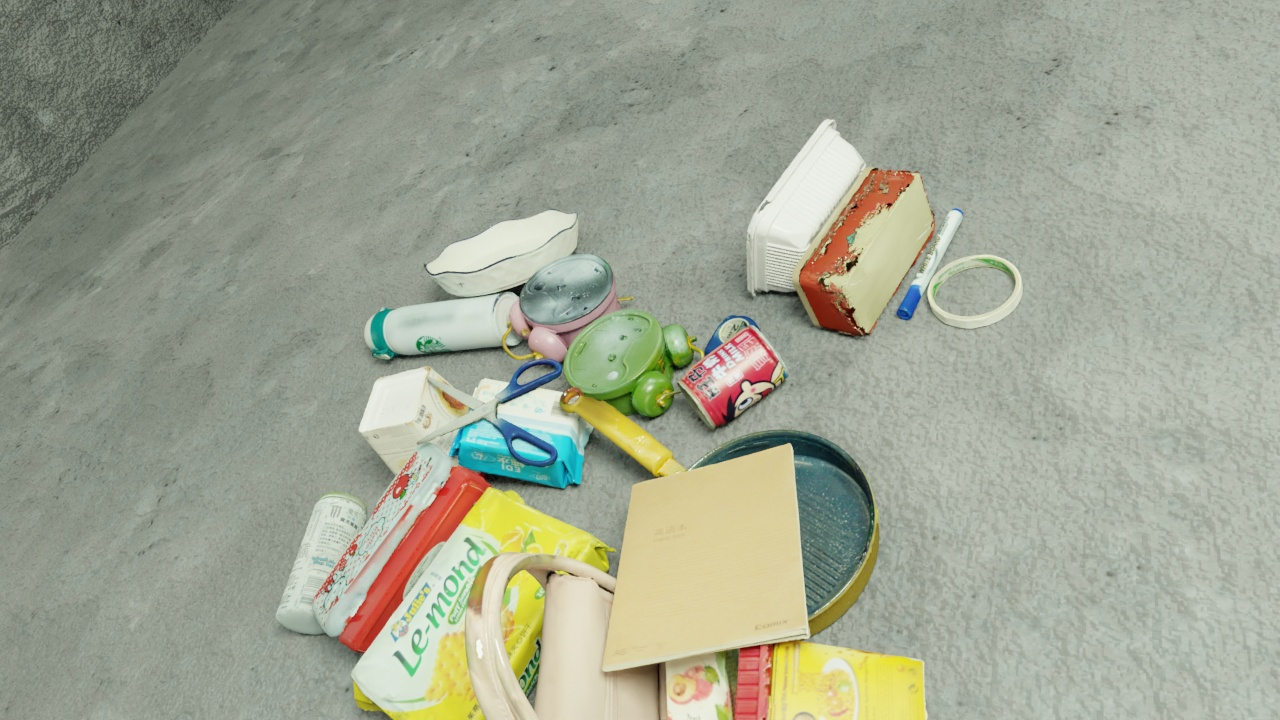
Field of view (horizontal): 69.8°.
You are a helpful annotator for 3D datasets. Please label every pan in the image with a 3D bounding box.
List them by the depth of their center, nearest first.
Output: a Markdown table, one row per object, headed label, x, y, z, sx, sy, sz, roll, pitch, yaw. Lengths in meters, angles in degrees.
| label | x | y | z | sx | sy | sz | roll | pitch | yaw |
| --- | --- | --- | --- | --- | --- | --- | --- | --- | --- |
| pan | 0.049 | 0.113 | 0.835 | 0.197 | 0.078 | 0.358 | -47 | 44 | -16 |

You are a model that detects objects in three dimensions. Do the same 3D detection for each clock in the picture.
| label | x | y | z | sx | sy | sz | roll | pitch | yaw |
| --- | --- | --- | --- | --- | --- | --- | --- | --- | --- |
| clock | -0.006 | 0.006 | 0.986 | 0.161 | 0.056 | 0.115 | 4 | 54 | 34 |
| clock | -0.095 | -0.056 | 1.086 | 0.158 | 0.060 | 0.117 | -34 | 45 | -11 |

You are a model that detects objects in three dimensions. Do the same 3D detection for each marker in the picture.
| label | x | y | z | sx | sy | sz | roll | pitch | yaw |
| --- | --- | --- | --- | --- | --- | --- | --- | --- | --- |
| marker | 0.295 | -0.100 | 0.930 | 0.017 | 0.017 | 0.145 | 13 | 59 | 39 |

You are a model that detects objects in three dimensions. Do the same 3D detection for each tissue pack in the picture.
| label | x | y | z | sx | sy | sz | roll | pitch | yaw |
| --- | --- | --- | --- | --- | --- | --- | --- | --- | --- |
| tissue pack | -0.122 | 0.078 | 0.961 | 0.140 | 0.063 | 0.089 | 10 | 52 | 4 |

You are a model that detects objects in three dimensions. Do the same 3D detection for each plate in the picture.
| label | x | y | z | sx | sy | sz | roll | pitch | yaw |
| --- | --- | --- | --- | --- | --- | --- | --- | --- | --- |
| plate | -0.173 | -0.138 | 1.185 | 0.205 | 0.045 | 0.204 | -17 | 23 | 7 |

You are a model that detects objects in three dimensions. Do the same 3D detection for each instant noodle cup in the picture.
| label | x | y | z | sx | sy | sz | roll | pitch | yaw |
| --- | --- | --- | --- | --- | --- | --- | --- | --- | --- |
| instant noodle cup | 0.134 | 0.253 | 0.637 | 0.124 | 0.116 | 0.115 | -2 | 49 | 15 |
| instant noodle cup | 0.181 | -0.153 | 0.976 | 0.060 | 0.138 | 0.173 | 27 | 67 | 21 |
| instant noodle cup | -0.234 | 0.078 | 1.006 | 0.117 | 0.124 | 0.116 | -13 | 46 | 22 |

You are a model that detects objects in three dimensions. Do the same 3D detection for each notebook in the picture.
| label | x | y | z | sx | sy | sz | roll | pitch | yaw |
| --- | --- | --- | --- | --- | --- | --- | --- | --- | --- |
| notebook | 0.052 | 0.148 | 0.718 | 0.150 | 0.012 | 0.211 | -16 | 27 | 15 |

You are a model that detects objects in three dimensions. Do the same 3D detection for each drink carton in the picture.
| label | x | y | z | sx | sy | sz | roll | pitch | yaw |
| --- | --- | --- | --- | --- | --- | --- | --- | --- | --- |
| drink carton | 0.050 | 0.245 | 0.704 | 0.054 | 0.045 | 0.122 | -8 | 76 | 24 |

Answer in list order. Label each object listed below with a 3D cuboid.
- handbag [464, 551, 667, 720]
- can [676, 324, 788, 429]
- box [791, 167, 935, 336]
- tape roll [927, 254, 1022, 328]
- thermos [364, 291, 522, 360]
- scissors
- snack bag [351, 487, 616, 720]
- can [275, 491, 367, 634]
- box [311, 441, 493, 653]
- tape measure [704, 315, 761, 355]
| label | x | y | z | sx | sy | sz | roll | pitch | yaw |
| --- | --- | --- | --- | --- | --- | --- | --- | --- | --- |
| handbag | -0.055 | 0.232 | 0.670 | 0.093 | 0.234 | 0.193 | -18 | 44 | 15 |
| can | 0.090 | 0.018 | 0.908 | 0.093 | 0.066 | 0.066 | -36 | 42 | -4 |
| box | 0.234 | -0.111 | 0.922 | 0.077 | 0.091 | 0.168 | 15 | 60 | 44 |
| tape roll | 0.322 | -0.067 | 0.885 | 0.086 | 0.014 | 0.085 | -17 | 45 | 17 |
| thermos | -0.257 | -0.041 | 1.175 | 0.225 | 0.073 | 0.073 | -5 | 49 | 28 |
| scissors | -0.144 | 0.048 | 0.934 | 0.174 | 0.012 | 0.162 | 29 | 57 | 20 |
| snack bag | -0.140 | 0.240 | 0.840 | 0.158 | 0.068 | 0.246 | 16 | 61 | 39 |
| can | -0.342 | 0.217 | 0.991 | 0.058 | 0.058 | 0.146 | -14 | 45 | 20 |
| box | -0.244 | 0.179 | 0.907 | 0.098 | 0.095 | 0.201 | 29 | 80 | 26 |
| tape measure | 0.101 | -0.020 | 0.968 | 0.055 | 0.025 | 0.058 | 15 | 64 | 38 |
